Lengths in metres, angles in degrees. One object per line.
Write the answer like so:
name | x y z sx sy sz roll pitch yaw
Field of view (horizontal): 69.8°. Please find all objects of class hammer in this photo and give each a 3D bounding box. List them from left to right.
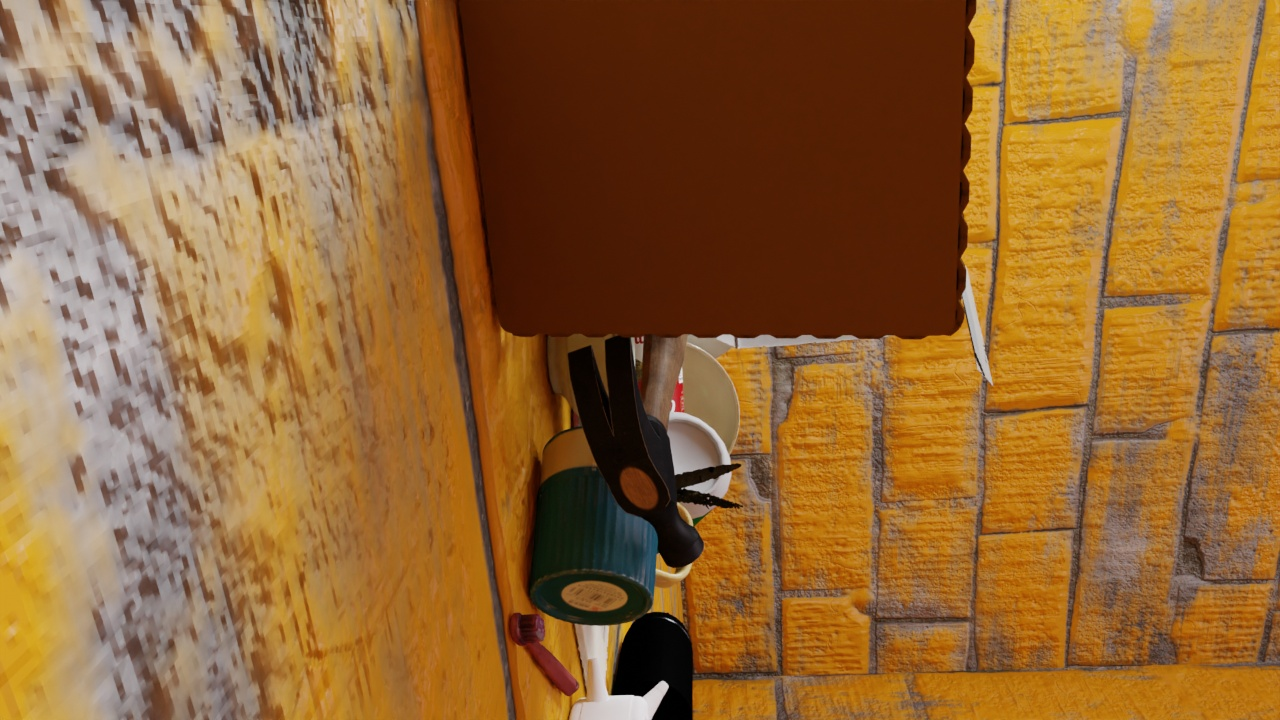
hammer | 0.013 -0.008 0.645 0.304 0.040 0.132 -78 145 -59

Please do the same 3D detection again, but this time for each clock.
clock | -0.014 0.325 0.702 0.125 0.073 0.160 83 6 -48

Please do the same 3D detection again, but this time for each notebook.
notebook | -0.043 0.212 0.828 0.152 0.012 0.209 -89 175 -54

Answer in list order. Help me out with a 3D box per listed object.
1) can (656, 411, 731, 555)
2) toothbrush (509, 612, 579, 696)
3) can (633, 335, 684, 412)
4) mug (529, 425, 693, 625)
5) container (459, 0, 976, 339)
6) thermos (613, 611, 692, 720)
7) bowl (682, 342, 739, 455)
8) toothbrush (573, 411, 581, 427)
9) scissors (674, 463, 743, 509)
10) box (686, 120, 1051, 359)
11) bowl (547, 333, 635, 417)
can | 0.014 0.105 0.759 0.140 0.087 0.087 121 -28 -59
toothbrush | -0.057 0.192 0.591 0.190 0.016 0.016 80 7 -60
can | -0.005 0.005 0.827 0.086 0.087 0.116 -35 121 -85
mug | -0.015 0.113 0.605 0.083 0.113 0.107 -48 -151 41
container | 0.058 -0.146 0.547 0.213 0.252 0.220 -49 138 -66
thermos | 0.017 0.355 1.044 0.198 0.086 0.086 -70 157 -80
bowl | 0.018 0.053 0.912 0.075 0.150 0.151 -162 -111 -86
toothbrush | -0.055 -0.015 0.815 0.015 0.015 0.184 99 -13 -76
scissors | -0.003 0.089 0.678 0.012 0.163 0.154 6 42 -52
box | 0.160 -0.098 0.959 0.119 0.480 0.166 41 41 -50
bowl | -0.038 -0.004 0.707 0.117 0.061 0.117 -1 88 -86
